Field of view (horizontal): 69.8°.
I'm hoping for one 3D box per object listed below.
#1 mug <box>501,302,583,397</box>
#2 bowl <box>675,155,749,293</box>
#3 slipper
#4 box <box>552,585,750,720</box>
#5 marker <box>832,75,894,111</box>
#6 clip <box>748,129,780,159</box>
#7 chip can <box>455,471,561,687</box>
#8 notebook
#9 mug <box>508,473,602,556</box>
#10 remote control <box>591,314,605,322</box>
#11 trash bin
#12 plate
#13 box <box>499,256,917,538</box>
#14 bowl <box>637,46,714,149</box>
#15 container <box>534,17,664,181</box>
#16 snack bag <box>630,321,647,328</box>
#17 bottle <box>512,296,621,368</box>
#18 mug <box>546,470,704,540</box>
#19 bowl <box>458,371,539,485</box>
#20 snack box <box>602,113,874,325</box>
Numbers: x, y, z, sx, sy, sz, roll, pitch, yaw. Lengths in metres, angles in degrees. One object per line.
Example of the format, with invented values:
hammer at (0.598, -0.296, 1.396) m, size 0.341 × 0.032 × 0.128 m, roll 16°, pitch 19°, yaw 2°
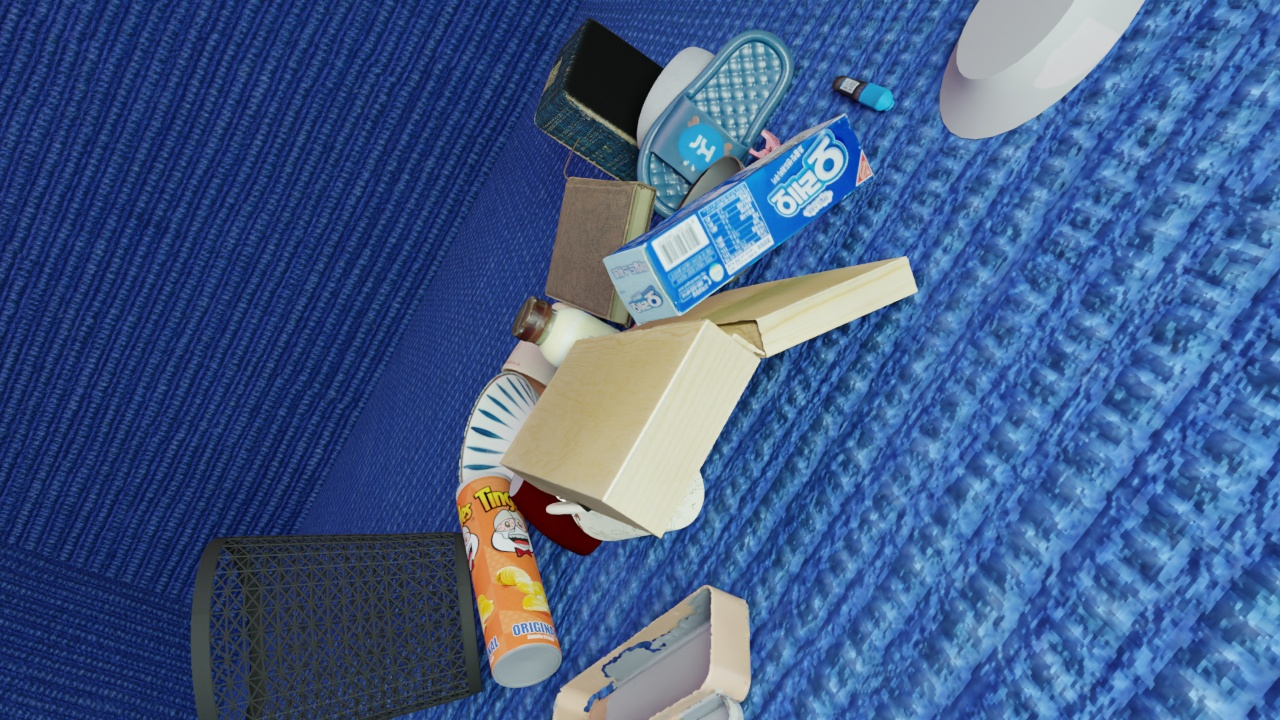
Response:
mug at (-0.100, -0.005, 1.088) m, size 0.104 × 0.085 × 0.112 m, roll -60°, pitch -11°, yaw -18°
bowl at (0.071, -0.111, 0.851) m, size 0.151 × 0.056 × 0.150 m, roll -50°, pitch 24°, yaw 32°
slipper at (0.073, -0.242, 0.938) m, size 0.214 × 0.104 × 0.059 m, roll -55°, pitch -1°, yaw 10°
box at (-0.002, 0.258, 0.613) m, size 0.217 × 0.043 × 0.148 m, roll -47°, pitch 22°, yaw 38°
marker at (0.186, -0.227, 0.774) m, size 0.018 × 0.015 × 0.123 m, roll -54°, pitch 19°, yaw 16°
clip at (0.122, -0.198, 0.885) m, size 0.035 × 0.022 × 0.057 m, roll -53°, pitch 24°, yaw 18°
chip can at (-0.129, 0.202, 0.875) m, size 0.062 × 0.062 × 0.210 m, roll -54°, pitch 37°, yaw 24°
notebook at (-0.046, -0.146, 1.005) m, size 0.215 × 0.034 × 0.190 m, roll -154°, pitch 73°, yaw -64°
mug at (-0.084, 0.135, 0.883) m, size 0.114 × 0.088 × 0.086 m, roll -38°, pitch 32°, yaw 49°
remote control at (-0.056, -0.019, 1.116) m, size 0.039 × 0.010 × 0.124 m, roll -52°, pitch 23°, yaw 28°
trash bin at (-0.291, 0.271, 0.926) m, size 0.217 × 0.243 × 0.217 m, roll 173°, pitch 91°, yaw -79°
plate at (0.255, -0.227, 0.598) m, size 0.173 × 0.019 × 0.172 m, roll -50°, pitch 24°, yaw 32°
box at (0.027, 0.007, 0.659) m, size 0.260 × 0.097 × 0.248 m, roll -35°, pitch 13°, yaw -19°
bowl at (0.060, -0.274, 1.024) m, size 0.131 × 0.064 × 0.132 m, roll -50°, pitch -18°, yaw -23°
container at (-0.021, -0.308, 1.127) m, size 0.071 × 0.187 × 0.145 m, roll -31°, pitch 37°, yaw 49°
snack bag at (-0.005, 0.005, 0.925) m, size 0.116 × 0.036 × 0.076 m, roll -51°, pitch 24°, yaw 30°
bottle at (-0.036, -0.006, 0.830) m, size 0.057 × 0.162 × 0.056 m, roll -51°, pitch 23°, yaw 31°
mug at (-0.017, 0.107, 0.729) m, size 0.097 × 0.121 × 0.081 m, roll -13°, pitch 82°, yaw 56°
bowl at (-0.134, 0.105, 1.042) m, size 0.178 × 0.070 × 0.177 m, roll -23°, pitch 61°, yaw 49°
snack box at (0.076, -0.105, 0.664) m, size 0.225 × 0.059 × 0.060 m, roll -37°, pitch 15°, yaw -30°
